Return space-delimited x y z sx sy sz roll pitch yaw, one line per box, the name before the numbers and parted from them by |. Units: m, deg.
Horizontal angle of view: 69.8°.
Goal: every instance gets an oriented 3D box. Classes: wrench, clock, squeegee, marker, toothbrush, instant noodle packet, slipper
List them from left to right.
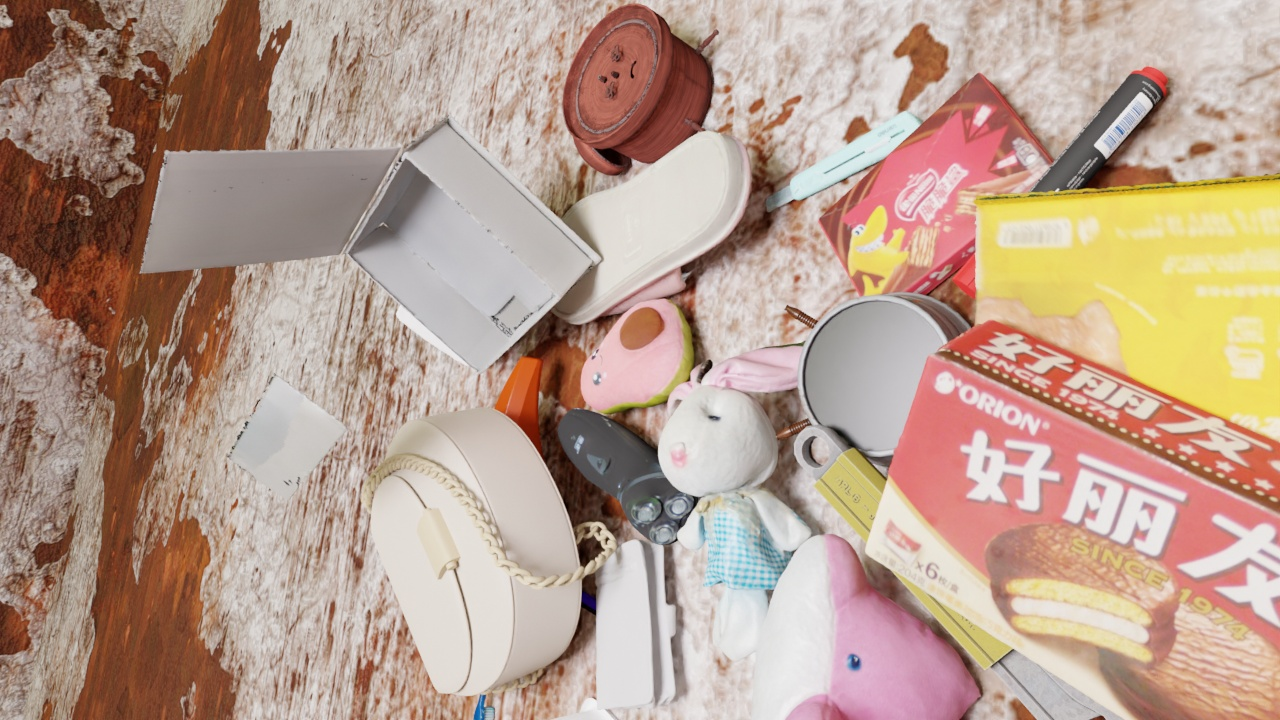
toothbrush | -0.124 0.250 0.791 0.022 0.017 0.135 -3 73 44
squeegee | -0.108 0.088 0.792 0.250 0.055 0.185 14 96 49
clock | -0.010 -0.223 0.773 0.158 0.072 0.120 -3 76 47
slipper | 0.002 -0.097 0.729 0.275 0.054 0.114 -19 68 54
clock | 0.154 0.011 0.523 0.148 0.056 0.104 3 87 36
wrench | 0.172 0.127 0.454 0.273 0.018 0.084 49 123 30
marker | 0.223 -0.092 0.485 0.023 0.021 0.145 42 97 23
instant noodle packet | 0.239 0.033 0.404 0.163 0.084 0.221 5 103 46

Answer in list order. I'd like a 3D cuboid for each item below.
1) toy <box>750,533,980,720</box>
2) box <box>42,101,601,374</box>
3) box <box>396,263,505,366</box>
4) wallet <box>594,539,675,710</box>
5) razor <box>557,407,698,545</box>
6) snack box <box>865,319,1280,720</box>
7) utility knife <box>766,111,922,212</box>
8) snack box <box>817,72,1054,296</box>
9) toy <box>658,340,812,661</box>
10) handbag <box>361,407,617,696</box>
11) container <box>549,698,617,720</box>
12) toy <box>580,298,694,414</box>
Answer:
toy | 0.117 0.226 0.471 0.128 0.187 0.265 6 77 8
box | -0.229 -0.099 0.699 0.167 0.368 0.150 -37 52 49
box | -0.166 -0.077 0.911 0.124 0.136 0.109 34 106 6
wallet | -0.005 0.192 0.666 0.086 0.032 0.116 -28 59 53
razor | -0.017 0.081 0.681 0.140 0.063 0.053 34 104 36
snack box | 0.214 0.085 0.359 0.236 0.060 0.113 31 126 33
utility knife | 0.136 -0.132 0.625 0.129 0.015 0.022 -24 92 43
snack box | 0.178 -0.097 0.559 0.133 0.021 0.089 -43 50 31
toy | 0.048 0.082 0.579 0.131 0.105 0.205 -14 67 41
handbag | -0.129 0.148 0.728 0.210 0.103 0.209 59 136 24
container | -0.054 0.319 0.660 0.081 0.049 0.129 28 99 49
toy | -0.004 0.004 0.707 0.110 0.051 0.090 -39 46 38
